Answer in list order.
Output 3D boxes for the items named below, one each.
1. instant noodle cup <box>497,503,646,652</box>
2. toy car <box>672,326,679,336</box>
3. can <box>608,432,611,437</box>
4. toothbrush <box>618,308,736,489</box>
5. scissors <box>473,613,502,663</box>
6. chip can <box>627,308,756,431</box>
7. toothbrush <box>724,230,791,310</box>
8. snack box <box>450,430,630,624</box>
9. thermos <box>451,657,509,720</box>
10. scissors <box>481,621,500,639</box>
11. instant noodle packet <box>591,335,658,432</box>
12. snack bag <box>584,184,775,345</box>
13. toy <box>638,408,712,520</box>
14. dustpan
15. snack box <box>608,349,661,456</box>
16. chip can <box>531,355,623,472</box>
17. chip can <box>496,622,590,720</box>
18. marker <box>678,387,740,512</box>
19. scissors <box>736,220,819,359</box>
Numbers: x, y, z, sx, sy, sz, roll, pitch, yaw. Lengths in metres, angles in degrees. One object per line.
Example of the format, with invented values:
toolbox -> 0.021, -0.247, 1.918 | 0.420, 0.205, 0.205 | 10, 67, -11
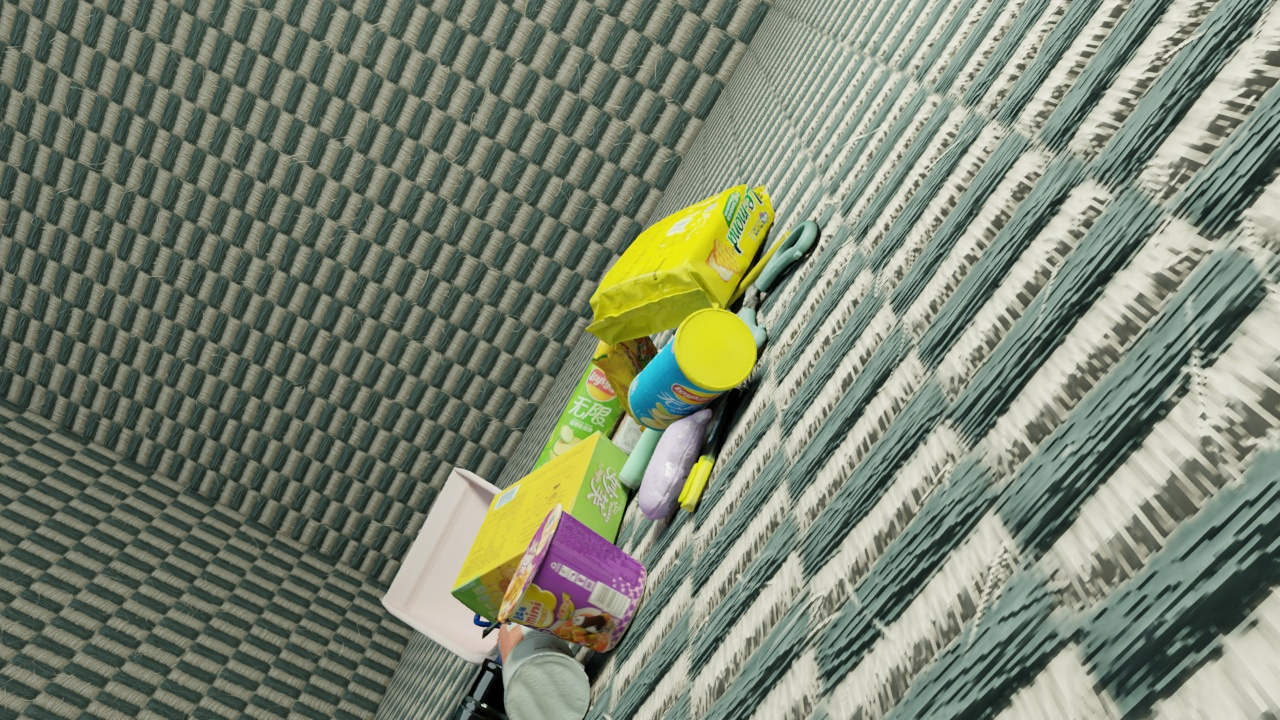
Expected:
instant noodle cup -> -0.056, 0.196, 0.800 | 0.112, 0.099, 0.111 | -59, 9, 15
toy car -> 0.049, -0.003, 1.048 | 0.034, 0.043, 0.091 | -20, -33, -46
can -> -0.073, 0.136, 1.291 | 0.135, 0.053, 0.053 | -49, 14, 57
toothbrush -> 0.040, 0.041, 0.996 | 0.225, 0.027, 0.026 | -60, -21, 10
scissors -> -0.157, 0.330, 1.088 | 0.173, 0.012, 0.162 | -10, 55, 48
chip can -> 0.041, 0.015, 0.864 | 0.071, 0.071, 0.211 | -64, 5, -18
toothbrush -> 0.111, -0.074, 0.987 | 0.191, 0.016, 0.015 | -51, 12, 47
snack box -> -0.110, 0.193, 1.050 | 0.211, 0.070, 0.157 | -34, 23, 35
thermos -> -0.185, 0.439, 0.953 | 0.242, 0.068, 0.090 | -63, -28, -18
scissors -> -0.105, 0.249, 1.060 | 0.188, 0.015, 0.227 | -56, 21, -23
instant noodle packet -> -0.006, 0.006, 1.083 | 0.044, 0.128, 0.110 | -18, 32, 27
snack bag -> 0.048, -0.118, 1.041 | 0.158, 0.068, 0.245 | -14, 28, 36
toy -> 0.027, 0.096, 0.838 | 0.107, 0.039, 0.084 | -66, 9, -16
dustpan -> -0.217, 0.272, 1.212 | 0.222, 0.273, 0.139 | -66, -17, -11
snack box -> -0.006, 0.067, 1.204 | 0.156, 0.027, 0.085 | -65, 8, -30
chip can -> -0.071, 0.084, 1.188 | 0.221, 0.072, 0.072 | -62, 8, -1
chip can -> -0.096, 0.284, 0.857 | 0.071, 0.071, 0.215 | -63, 8, -9
marker -> 0.061, 0.074, 0.789 | 0.123, 0.015, 0.018 | -64, 11, -29
scissors -> 0.125, -0.070, 0.878 | 0.181, 0.019, 0.170 | -59, 7, 21
